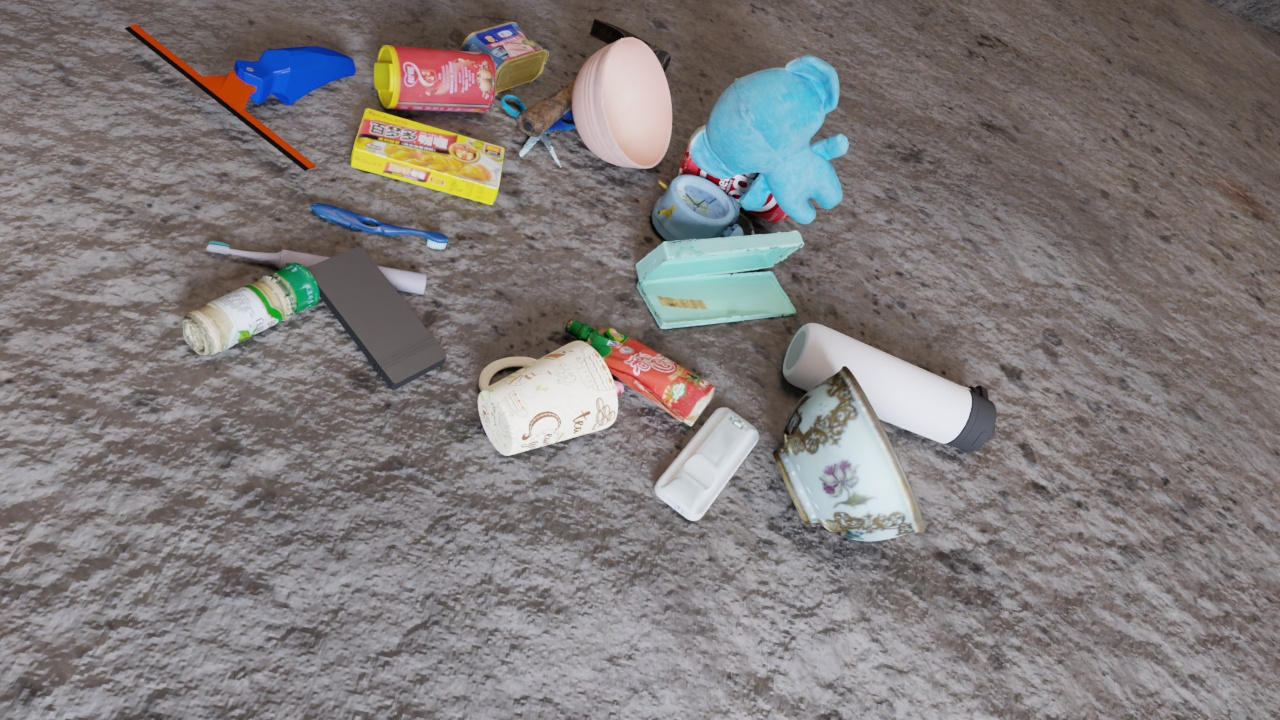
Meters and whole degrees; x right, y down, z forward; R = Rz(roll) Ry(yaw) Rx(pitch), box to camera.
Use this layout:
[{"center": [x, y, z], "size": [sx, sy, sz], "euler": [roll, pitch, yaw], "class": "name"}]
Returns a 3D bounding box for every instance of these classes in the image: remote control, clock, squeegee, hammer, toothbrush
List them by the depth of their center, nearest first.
[{"center": [-0.231, -0.039, 0.802], "size": [0.058, 0.013, 0.133], "euler": [-31, 76, -37], "class": "remote control"}, {"center": [-0.289, -0.085, 0.827], "size": [0.187, 0.018, 0.019], "euler": [9, 49, -19], "class": "toothbrush"}, {"center": [0.064, 0.090, 0.838], "size": [0.050, 0.022, 0.133], "euler": [37, 44, 8], "class": "remote control"}, {"center": [-0.253, -0.130, 0.890], "size": [0.132, 0.016, 0.021], "euler": [13, 45, -11], "class": "toothbrush"}, {"center": [-0.368, -0.299, 0.958], "size": [0.249, 0.055, 0.184], "euler": [38, 34, 10], "class": "squeegee"}, {"center": [0.074, -0.165, 1.055], "size": [0.124, 0.052, 0.088], "euler": [17, 45, -16], "class": "clock"}, {"center": [-0.073, -0.356, 1.162], "size": [0.120, 0.033, 0.329], "euler": [29, 41, 6], "class": "hammer"}]

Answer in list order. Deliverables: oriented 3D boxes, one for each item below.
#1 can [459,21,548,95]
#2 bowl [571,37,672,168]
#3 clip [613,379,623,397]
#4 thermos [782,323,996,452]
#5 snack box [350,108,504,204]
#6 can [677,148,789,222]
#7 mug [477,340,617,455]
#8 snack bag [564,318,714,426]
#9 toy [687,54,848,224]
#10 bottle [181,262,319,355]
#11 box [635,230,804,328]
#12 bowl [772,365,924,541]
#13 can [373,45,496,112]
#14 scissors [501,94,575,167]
[{"center": [-0.167, -0.368, 1.121], "size": [0.059, 0.054, 0.099], "euler": [43, 46, 11], "class": "can"}, {"center": [-0.031, -0.297, 1.081], "size": [0.076, 0.153, 0.152], "euler": [0, 33, 32], "class": "bowl"}, {"center": [-0.040, 0.016, 0.856], "size": [0.043, 0.023, 0.060], "euler": [-16, 61, -41], "class": "clip"}, {"center": [0.266, 0.023, 0.972], "size": [0.230, 0.069, 0.101], "euler": [22, 31, -8], "class": "thermos"}, {"center": [-0.224, -0.216, 0.973], "size": [0.152, 0.025, 0.075], "euler": [13, 46, -15], "class": "snack box"}, {"center": [0.123, -0.224, 1.115], "size": [0.142, 0.075, 0.074], "euler": [20, 45, -8], "class": "can"}, {"center": [-0.094, 0.027, 0.794], "size": [0.097, 0.081, 0.122], "euler": [-22, 41, -31], "class": "mug"}, {"center": [-0.005, 0.005, 0.873], "size": [0.155, 0.044, 0.087], "euler": [31, 25, 9], "class": "snack bag"}, {"center": [0.159, -0.243, 1.034], "size": [0.180, 0.184, 0.114], "euler": [49, 24, -19], "class": "toy"}, {"center": [-0.320, -0.043, 0.757], "size": [0.042, 0.043, 0.109], "euler": [40, 46, 12], "class": "bottle"}, {"center": [0.094, -0.079, 0.988], "size": [0.188, 0.078, 0.091], "euler": [-9, 79, -33], "class": "box"}, {"center": [0.175, 0.096, 0.821], "size": [0.094, 0.160, 0.159], "euler": [-24, 55, 7], "class": "bowl"}, {"center": [-0.229, -0.315, 1.031], "size": [0.124, 0.067, 0.066], "euler": [-6, 54, -31], "class": "can"}, {"center": [-0.110, -0.274, 1.090], "size": [0.116, 0.014, 0.130], "euler": [-8, 54, -33], "class": "scissors"}]
